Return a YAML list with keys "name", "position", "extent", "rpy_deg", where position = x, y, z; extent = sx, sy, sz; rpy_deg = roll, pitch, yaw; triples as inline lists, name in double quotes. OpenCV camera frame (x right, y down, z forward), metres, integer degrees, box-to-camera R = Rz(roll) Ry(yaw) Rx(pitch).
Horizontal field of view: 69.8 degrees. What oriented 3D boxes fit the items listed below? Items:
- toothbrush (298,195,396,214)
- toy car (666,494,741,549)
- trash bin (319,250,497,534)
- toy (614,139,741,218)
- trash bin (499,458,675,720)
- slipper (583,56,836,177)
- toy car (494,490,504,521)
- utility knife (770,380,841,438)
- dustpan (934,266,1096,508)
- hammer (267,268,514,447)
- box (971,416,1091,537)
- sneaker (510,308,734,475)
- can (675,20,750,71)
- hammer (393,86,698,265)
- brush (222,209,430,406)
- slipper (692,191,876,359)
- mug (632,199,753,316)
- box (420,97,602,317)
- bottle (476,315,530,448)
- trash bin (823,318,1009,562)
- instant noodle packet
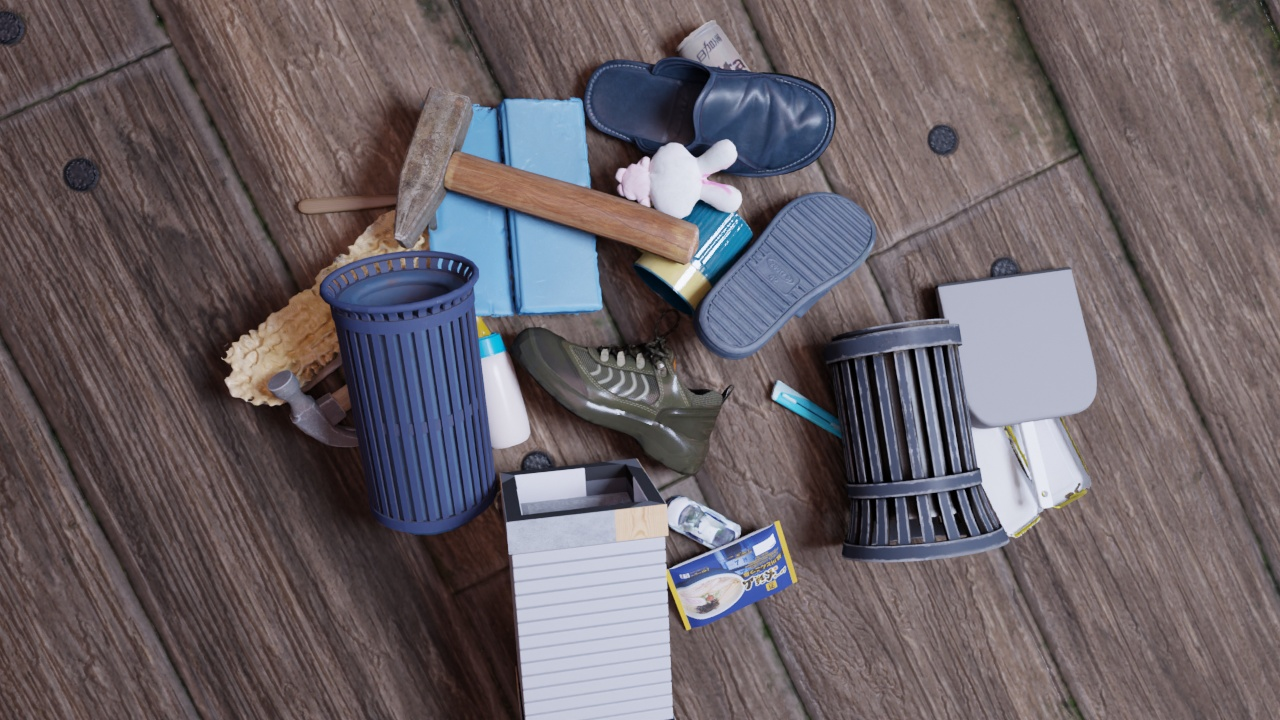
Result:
- name: "toothbrush"
  position: [-0.277, -0.168, 0.972]
  extent: [0.167, 0.016, 0.016]
  rpy_deg: [-5, 90, -4]
- name: "toy car"
  position: [0.067, 0.179, 0.997]
  extent: [0.090, 0.027, 0.038]
  rpy_deg: [28, 89, -5]
- name: "trash bin"
  position: [-0.211, 0.036, 0.876]
  extent: [0.139, 0.139, 0.250]
  rpy_deg: [-5, 117, -6]
- name: "toy"
  position: [0.038, -0.182, 0.927]
  extent: [0.125, 0.037, 0.076]
  rpy_deg: [-4, 104, 12]
- name: "trash bin"
  position: [-0.054, 0.242, 0.898]
  extent: [0.142, 0.142, 0.247]
  rpy_deg: [-5, 102, -10]
- name: "slipper"
  position: [0.063, -0.249, 0.937]
  extent: [0.266, 0.083, 0.109]
  rpy_deg: [13, 108, 9]
- name: "toy car"
  position: [-0.112, 0.176, 0.970]
  extent: [0.048, 0.040, 0.113]
  rpy_deg: [-29, 106, -5]
- name: "utility knife"
  position: [0.195, 0.059, 1.017]
  extent: [0.116, 0.015, 0.022]
  rpy_deg: [29, 93, -7]
- name: "dustpan"
  position: [0.423, 0.033, 1.010]
  extent: [0.163, 0.033, 0.257]
  rpy_deg: [-8, 80, -10]
- name: "hammer"
  position: [-0.213, -0.029, 0.955]
  extent: [0.330, 0.031, 0.119]
  rpy_deg: [-38, 133, -13]
- name: "box"
  position: [0.415, 0.082, 1.031]
  extent: [0.129, 0.034, 0.209]
  rpy_deg: [-28, 93, -13]
- name: "sneaker"
  position: [-0.006, 0.006, 0.949]
  extent: [0.238, 0.101, 0.143]
  rpy_deg: [31, 94, -9]
- name: "can"
  position: [0.098, -0.294, 0.989]
  extent: [0.054, 0.054, 0.135]
  rpy_deg: [-36, 93, -5]
- name: "hammer"
  position: [-0.088, -0.152, 0.908]
  extent: [0.301, 0.037, 0.157]
  rpy_deg: [17, 81, 0]
- name: "brush"
  position: [-0.307, -0.055, 0.946]
  extent: [0.271, 0.057, 0.083]
  rpy_deg: [-41, 92, -5]
- name: "slipper"
  position: [0.144, -0.086, 0.975]
  extent: [0.101, 0.083, 0.262]
  rpy_deg: [47, 63, 5]
- name: "mug"
  position: [0.045, -0.123, 0.967]
  extent: [0.113, 0.083, 0.107]
  rpy_deg: [40, 86, -5]
- name: "box"
  position: [-0.134, -0.158, 0.948]
  extent: [0.174, 0.033, 0.231]
  rpy_deg: [-5, 83, -16]
- name: "bottle"
  position: [-0.155, 0.018, 0.956]
  extent: [0.051, 0.051, 0.146]
  rpy_deg: [-15, 100, -6]
- name: "trash bin"
  position: [0.275, 0.080, 0.951]
  extent: [0.164, 0.164, 0.227]
  rpy_deg: [-7, 85, -6]
- name: "instant noodle packet"
  position: [0.099, 0.233, 0.991]
  extent: [0.134, 0.026, 0.087]
  rpy_deg: [-22, 116, -6]
